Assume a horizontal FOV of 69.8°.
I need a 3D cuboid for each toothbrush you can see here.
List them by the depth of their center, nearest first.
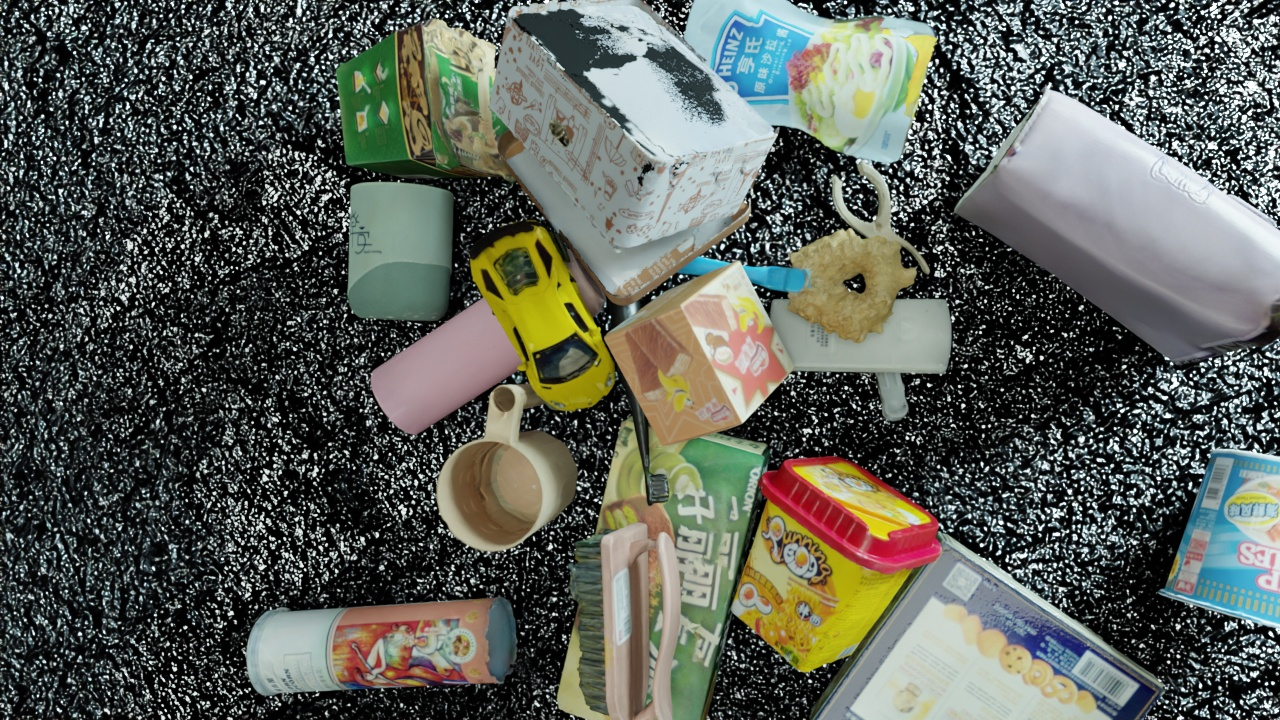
[{"bbox_3d":[-0.004,0.004,0.695,0.027,0.026,0.212,-7,74,-6],"label":"toothbrush"}]

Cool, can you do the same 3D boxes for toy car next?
[{"bbox_3d":[-0.070,-0.031,0.686,0.071,0.041,0.156,-24,105,5],"label":"toy car"}]

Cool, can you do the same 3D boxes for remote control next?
[{"bbox_3d":[0.166,-0.019,0.702,0.135,0.019,0.056,0,75,13],"label":"remote control"}]

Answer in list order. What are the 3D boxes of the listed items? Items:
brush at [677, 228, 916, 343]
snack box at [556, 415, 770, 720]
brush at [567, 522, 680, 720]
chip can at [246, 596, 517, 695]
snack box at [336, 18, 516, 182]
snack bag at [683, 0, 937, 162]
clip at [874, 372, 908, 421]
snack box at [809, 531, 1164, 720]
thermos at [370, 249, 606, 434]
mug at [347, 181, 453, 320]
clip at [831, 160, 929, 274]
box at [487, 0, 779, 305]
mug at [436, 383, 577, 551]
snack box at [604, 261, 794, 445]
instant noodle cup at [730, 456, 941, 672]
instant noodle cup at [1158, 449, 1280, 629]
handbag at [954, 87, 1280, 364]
[{"bbox_3d":[0.079,-0.069,0.704,0.255,0.045,0.083,10,96,22],"label":"brush"},{"bbox_3d":[0.019,0.170,0.722,0.114,0.063,0.240,14,93,13],"label":"snack box"},{"bbox_3d":[-0.008,0.194,0.662,0.073,0.063,0.145,-2,90,24],"label":"brush"},{"bbox_3d":[-0.215,0.240,0.772,0.215,0.071,0.071,-7,90,12],"label":"chip can"},{"bbox_3d":[-0.176,-0.196,0.741,0.106,0.118,0.117,-7,89,25],"label":"snack box"},{"bbox_3d":[0.120,-0.223,0.706,0.191,0.038,0.110,17,99,14],"label":"snack bag"},{"bbox_3d":[0.193,0.018,0.707,0.024,0.028,0.056,-12,79,10],"label":"clip"},{"bbox_3d":[0.249,0.253,0.683,0.178,0.045,0.182,35,98,10],"label":"snack box"},{"bbox_3d":[-0.127,-0.022,0.741,0.199,0.087,0.067,-32,41,13],"label":"thermos"},{"bbox_3d":[-0.207,-0.087,0.763,0.112,0.082,0.106,4,93,42],"label":"mug"},{"bbox_3d":[0.170,-0.098,0.701,0.076,0.034,0.103,-17,96,10],"label":"clip"},{"bbox_3d":[-0.016,-0.154,0.687,0.181,0.148,0.158,50,138,22],"label":"box"},{"bbox_3d":[-0.098,0.079,0.725,0.084,0.103,0.124,9,93,12],"label":"mug"},{"bbox_3d":[0.045,-0.005,0.673,0.077,0.092,0.094,-21,102,40],"label":"snack box"},{"bbox_3d":[0.135,0.148,0.668,0.116,0.115,0.124,36,112,37],"label":"instant noodle cup"},{"bbox_3d":[0.417,0.120,0.624,0.099,0.099,0.110,13,86,12],"label":"instant noodle cup"},{"bbox_3d":[0.323,-0.090,0.609,0.197,0.144,0.098,36,101,8],"label":"handbag"}]
